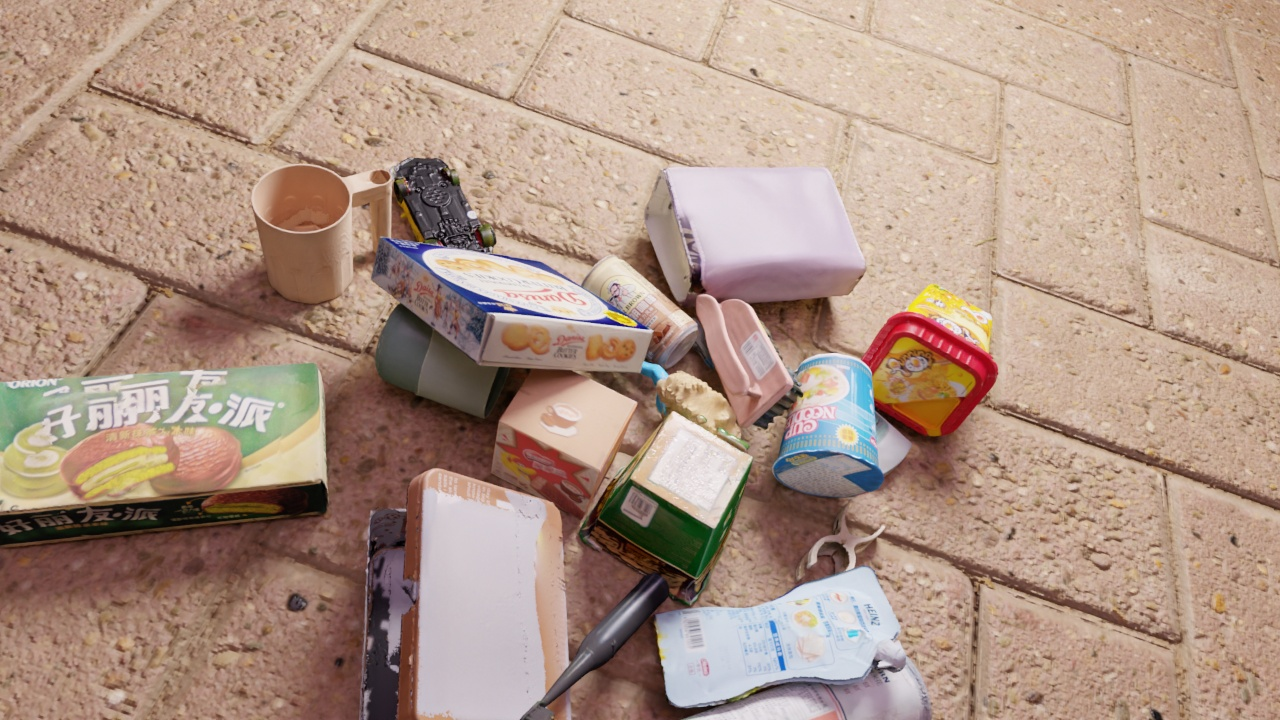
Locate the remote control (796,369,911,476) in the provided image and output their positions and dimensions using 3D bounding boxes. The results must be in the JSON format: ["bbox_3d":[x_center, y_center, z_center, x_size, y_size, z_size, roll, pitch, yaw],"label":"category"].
[{"bbox_3d":[0.203,0.057,0.907,0.056,0.019,0.135,-35,70,-32],"label":"remote control"}]

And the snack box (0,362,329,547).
[{"bbox_3d":[-0.373,0.071,0.722,0.239,0.063,0.114,-4,56,-16],"label":"snack box"}]

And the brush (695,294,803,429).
[{"bbox_3d":[0.094,-0.008,0.860,0.073,0.063,0.145,26,30,-35],"label":"brush"}]

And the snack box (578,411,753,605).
[{"bbox_3d":[0.029,0.115,0.769,0.118,0.106,0.117,29,54,7],"label":"snack box"}]

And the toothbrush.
[{"bbox_3d":[-0.029,0.209,0.665,0.027,0.026,0.212,13,17,21],"label":"toothbrush"}]

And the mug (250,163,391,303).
[{"bbox_3d":[-0.291,-0.121,0.852,0.124,0.104,0.084,-23,64,-27],"label":"mug"}]

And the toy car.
[{"bbox_3d":[-0.201,-0.145,0.931,0.071,0.041,0.155,-19,64,-25],"label":"toy car"}]

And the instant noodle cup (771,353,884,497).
[{"bbox_3d":[0.175,0.057,0.845,0.099,0.099,0.109,13,59,-5],"label":"instant noodle cup"}]

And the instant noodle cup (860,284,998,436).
[{"bbox_3d":[0.294,-0.007,0.926,0.116,0.116,0.123,31,43,9],"label":"instant noodle cup"}]

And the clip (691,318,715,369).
[{"bbox_3d":[0.062,-0.016,0.926,0.056,0.028,0.024,47,59,7],"label":"clip"}]

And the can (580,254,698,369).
[{"bbox_3d":[-0.001,-0.048,0.904,0.116,0.059,0.058,42,56,16],"label":"can"}]

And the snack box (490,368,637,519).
[{"bbox_3d":[-0.067,0.067,0.784,0.093,0.095,0.076,26,54,4],"label":"snack box"}]

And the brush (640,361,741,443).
[{"bbox_3d":[-0.005,0.005,0.866,0.045,0.083,0.254,-38,63,-25],"label":"brush"}]

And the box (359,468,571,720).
[{"bbox_3d":[-0.122,0.184,0.649,0.148,0.158,0.181,1,56,-13],"label":"box"}]

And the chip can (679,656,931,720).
[{"bbox_3d":[0.111,0.281,0.694,0.214,0.071,0.071,-10,59,-21],"label":"chip can"}]

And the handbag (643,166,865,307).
[{"bbox_3d":[0.118,-0.126,0.965,0.196,0.099,0.144,-5,56,-19],"label":"handbag"}]

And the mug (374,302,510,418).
[{"bbox_3d":[-0.170,-0.010,0.827,0.106,0.082,0.111,20,26,1],"label":"mug"}]

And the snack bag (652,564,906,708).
[{"bbox_3d":[0.108,0.217,0.720,0.191,0.039,0.110,-9,20,-3],"label":"snack bag"}]

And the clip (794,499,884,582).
[{"bbox_3d":[0.184,0.174,0.815,0.103,0.035,0.076,-25,63,-37],"label":"clip"}]

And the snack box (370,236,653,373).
[{"bbox_3d":[-0.111,-0.048,0.798,0.177,0.046,0.182,4,22,-46],"label":"snack box"}]
